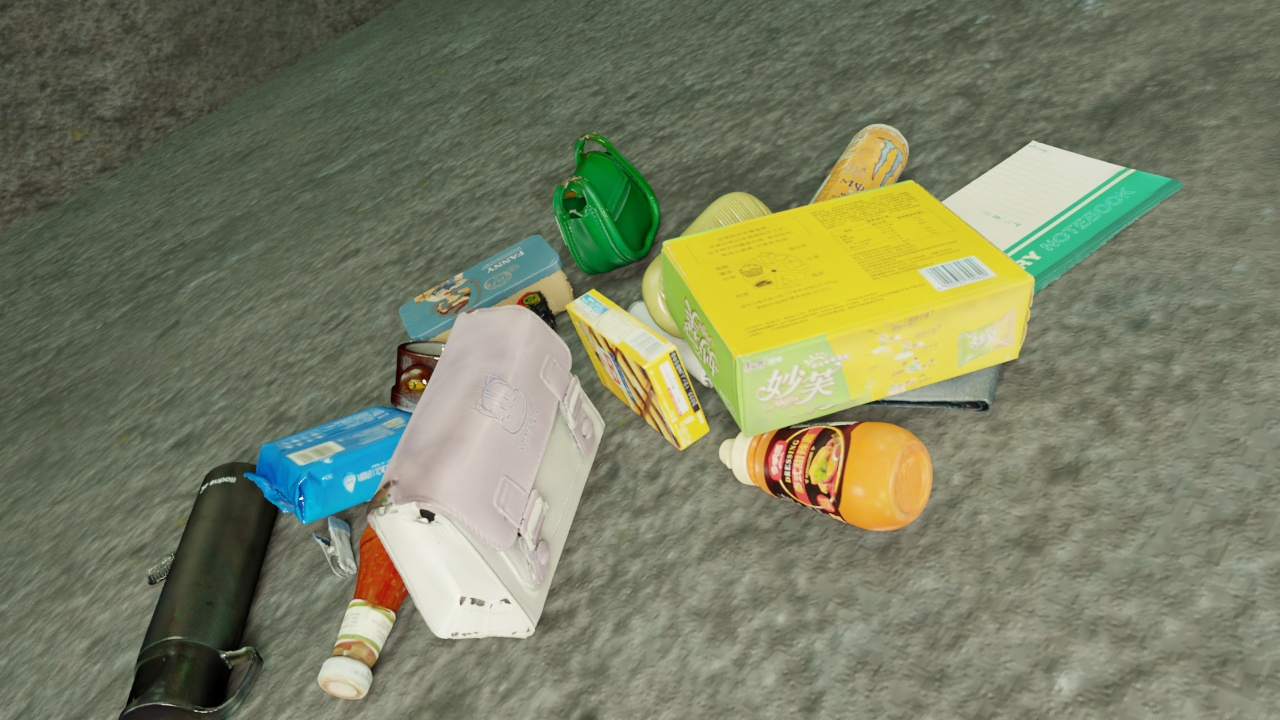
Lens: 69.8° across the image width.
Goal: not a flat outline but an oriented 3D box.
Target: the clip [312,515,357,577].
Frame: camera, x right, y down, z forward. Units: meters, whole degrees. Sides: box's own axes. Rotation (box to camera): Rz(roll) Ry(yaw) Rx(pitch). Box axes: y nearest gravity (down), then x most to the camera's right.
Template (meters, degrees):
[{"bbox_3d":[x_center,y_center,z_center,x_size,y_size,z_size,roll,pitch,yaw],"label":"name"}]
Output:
[{"bbox_3d":[-0.242,0.152,0.735,0.045,0.027,0.058,-42,43,4],"label":"clip"}]

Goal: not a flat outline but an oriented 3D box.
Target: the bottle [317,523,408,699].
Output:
[{"bbox_3d":[-0.182,0.147,0.679,0.060,0.060,0.205,-10,41,21],"label":"bottle"}]

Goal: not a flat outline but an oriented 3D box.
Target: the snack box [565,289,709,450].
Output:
[{"bbox_3d":[-0.004,0.004,0.733,0.033,0.087,0.140,-32,35,-12],"label":"snack box"}]

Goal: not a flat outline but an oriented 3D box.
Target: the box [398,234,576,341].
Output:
[{"bbox_3d":[-0.150,-0.060,0.936,0.184,0.060,0.090,-32,35,-9],"label":"box"}]

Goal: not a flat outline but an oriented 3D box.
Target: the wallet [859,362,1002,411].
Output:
[{"bbox_3d":[0.204,-0.001,0.675,0.121,0.019,0.097,0,41,35],"label":"wallet"}]

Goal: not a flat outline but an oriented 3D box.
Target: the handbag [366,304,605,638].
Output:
[{"bbox_3d":[-0.102,0.073,0.649,0.099,0.145,0.196,-11,37,23],"label":"handbag"}]

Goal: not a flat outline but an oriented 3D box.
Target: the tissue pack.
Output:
[{"bbox_3d":[-0.244,0.086,0.781,0.156,0.052,0.095,-21,25,-36],"label":"tissue pack"}]

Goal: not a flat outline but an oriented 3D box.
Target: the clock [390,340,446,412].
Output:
[{"bbox_3d":[-0.177,0.017,0.816,0.082,0.055,0.122,2,10,-22],"label":"clock"}]

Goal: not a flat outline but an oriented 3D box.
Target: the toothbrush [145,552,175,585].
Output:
[{"bbox_3d":[-0.370,0.137,0.844,0.014,0.016,0.189,24,55,39],"label":"toothbrush"}]

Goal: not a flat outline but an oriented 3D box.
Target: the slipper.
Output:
[{"bbox_3d":[0.056,-0.079,0.807,0.082,0.091,0.190,-23,13,49],"label":"slipper"}]

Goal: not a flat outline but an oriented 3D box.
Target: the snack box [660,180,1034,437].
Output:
[{"bbox_3d":[0.137,-0.044,0.648,0.210,0.070,0.157,-16,39,-9],"label":"snack box"}]

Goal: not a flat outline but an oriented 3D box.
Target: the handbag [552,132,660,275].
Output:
[{"bbox_3d":[-0.038,-0.161,0.950,0.068,0.120,0.131,-13,37,26],"label":"handbag"}]

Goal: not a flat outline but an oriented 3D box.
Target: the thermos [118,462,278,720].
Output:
[{"bbox_3d":[-0.325,0.182,0.717,0.090,0.068,0.242,-10,36,-4],"label":"thermos"}]

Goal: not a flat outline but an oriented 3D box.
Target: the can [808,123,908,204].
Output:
[{"bbox_3d":[0.201,-0.160,0.854,0.058,0.058,0.145,5,44,36],"label":"can"}]

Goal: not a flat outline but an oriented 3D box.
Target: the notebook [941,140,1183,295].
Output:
[{"bbox_3d":[0.313,-0.114,0.766,0.209,0.012,0.150,-33,36,-13],"label":"notebook"}]

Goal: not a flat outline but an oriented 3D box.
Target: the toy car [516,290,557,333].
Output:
[{"bbox_3d":[-0.115,-0.020,0.869,0.031,0.049,0.106,-3,40,30],"label":"toy car"}]

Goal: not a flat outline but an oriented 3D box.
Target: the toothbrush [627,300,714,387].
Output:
[{"bbox_3d":[0.048,0.000,0.762,0.026,0.027,0.221,-47,37,-1],"label":"toothbrush"}]

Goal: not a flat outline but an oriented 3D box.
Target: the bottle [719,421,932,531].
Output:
[{"bbox_3d":[0.112,0.069,0.602,0.150,0.067,0.066,4,43,46],"label":"bottle"}]
